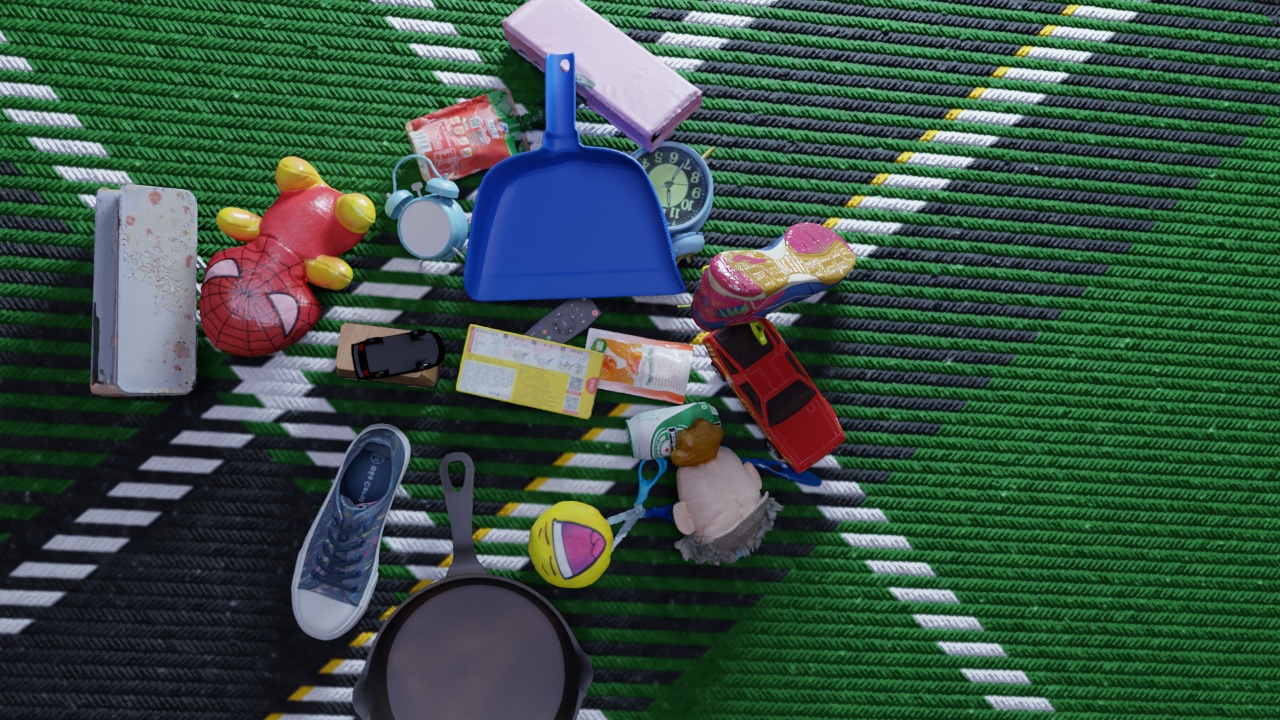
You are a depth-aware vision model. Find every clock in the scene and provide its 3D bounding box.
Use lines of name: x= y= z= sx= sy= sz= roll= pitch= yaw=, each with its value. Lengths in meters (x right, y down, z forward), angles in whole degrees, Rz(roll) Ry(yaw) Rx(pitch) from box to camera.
clock: x=-0.235 y=-0.165 z=1.009 sx=0.087 sy=0.042 sz=0.123 roll=-15 pitch=96 yaw=16
clock: x=0.024 y=-0.174 z=1.037 sx=0.118 sy=0.060 sz=0.162 roll=10 pitch=87 yaw=-6

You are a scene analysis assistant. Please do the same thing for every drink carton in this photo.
drink carton: x=-0.006 y=0.006 z=1.034 sx=0.122 sy=0.039 sz=0.069 roll=11 pitch=84 yaw=1

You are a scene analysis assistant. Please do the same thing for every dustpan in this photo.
dustpan: x=-0.077 y=-0.198 z=0.986 sx=0.246 sy=0.059 sz=0.257 roll=-1 pitch=88 yaw=13

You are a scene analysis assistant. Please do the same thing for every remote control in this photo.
remote control: x=-0.103 y=-0.030 z=1.035 sx=0.124 sy=0.010 sz=0.039 roll=-36 pitch=89 yaw=-7

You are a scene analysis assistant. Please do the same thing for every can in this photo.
can: x=0.037 y=0.078 z=1.019 sx=0.101 sy=0.053 sz=0.053 roll=-10 pitch=86 yaw=-7

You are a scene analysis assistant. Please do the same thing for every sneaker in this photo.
sneaker: x=0.142 y=-0.091 z=1.011 sx=0.241 sy=0.091 sz=0.116 roll=-20 pitch=59 yaw=-41
sneaker: x=-0.309 y=0.178 z=0.963 sx=0.087 sy=0.079 sz=0.235 roll=18 pitch=84 yaw=-4

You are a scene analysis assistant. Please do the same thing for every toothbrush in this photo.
toothbrush: x=0.146 y=0.120 z=1.045 sx=0.132 sy=0.016 sz=0.021 roll=16 pitch=56 yaw=-4

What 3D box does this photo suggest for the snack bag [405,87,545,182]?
snack bag: x=-0.181 y=-0.255 z=1.036 sx=0.155 sy=0.044 sz=0.087 roll=-20 pitch=93 yaw=-11

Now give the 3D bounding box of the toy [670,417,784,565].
toy: x=0.078 y=0.143 z=0.994 sx=0.132 sy=0.076 sz=0.176 roll=-30 pitch=110 yaw=-34

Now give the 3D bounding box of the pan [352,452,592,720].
pan: x=-0.182 y=0.277 z=0.985 sx=0.248 sy=0.043 sz=0.356 roll=-5 pitch=86 yaw=-6

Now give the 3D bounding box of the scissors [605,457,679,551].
scissors: x=0.006 y=0.177 z=1.028 sx=0.103 sy=0.015 sz=0.133 roll=37 pitch=84 yaw=-3

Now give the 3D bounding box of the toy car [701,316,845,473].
toy car: x=0.151 y=0.032 z=1.034 sx=0.081 sy=0.056 sz=0.189 roll=-35 pitch=90 yaw=-6

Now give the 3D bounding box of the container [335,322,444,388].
container: x=-0.275 y=-0.008 z=0.991 sx=0.114 sy=0.061 sz=0.063 roll=7 pitch=84 yaw=-5

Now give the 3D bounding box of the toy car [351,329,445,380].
toy car: x=-0.249 y=-0.006 z=0.943 sx=0.091 sy=0.036 sz=0.042 roll=-11 pitch=88 yaw=-16

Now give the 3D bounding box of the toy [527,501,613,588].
toy: x=-0.076 y=0.201 z=1.003 sx=0.094 sy=0.041 sz=0.095 roll=-10 pitch=87 yaw=-5

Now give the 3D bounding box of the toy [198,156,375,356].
toy: x=-0.379 y=-0.100 z=0.971 sx=0.147 sy=0.099 sz=0.216 roll=30 pitch=82 yaw=8

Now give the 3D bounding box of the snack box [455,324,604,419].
snack box: x=-0.121 y=0.012 z=1.009 sx=0.152 sy=0.025 sz=0.075 roll=12 pitch=89 yaw=0

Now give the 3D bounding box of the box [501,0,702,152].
box: x=-0.044 y=-0.328 z=1.026 sx=0.233 sy=0.046 sz=0.097 roll=39 pitch=71 yaw=16

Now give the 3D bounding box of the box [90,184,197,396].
box: x=-0.529 y=-0.069 z=0.964 sx=0.094 sy=0.108 sz=0.216 roll=3 pitch=84 yaw=-43
